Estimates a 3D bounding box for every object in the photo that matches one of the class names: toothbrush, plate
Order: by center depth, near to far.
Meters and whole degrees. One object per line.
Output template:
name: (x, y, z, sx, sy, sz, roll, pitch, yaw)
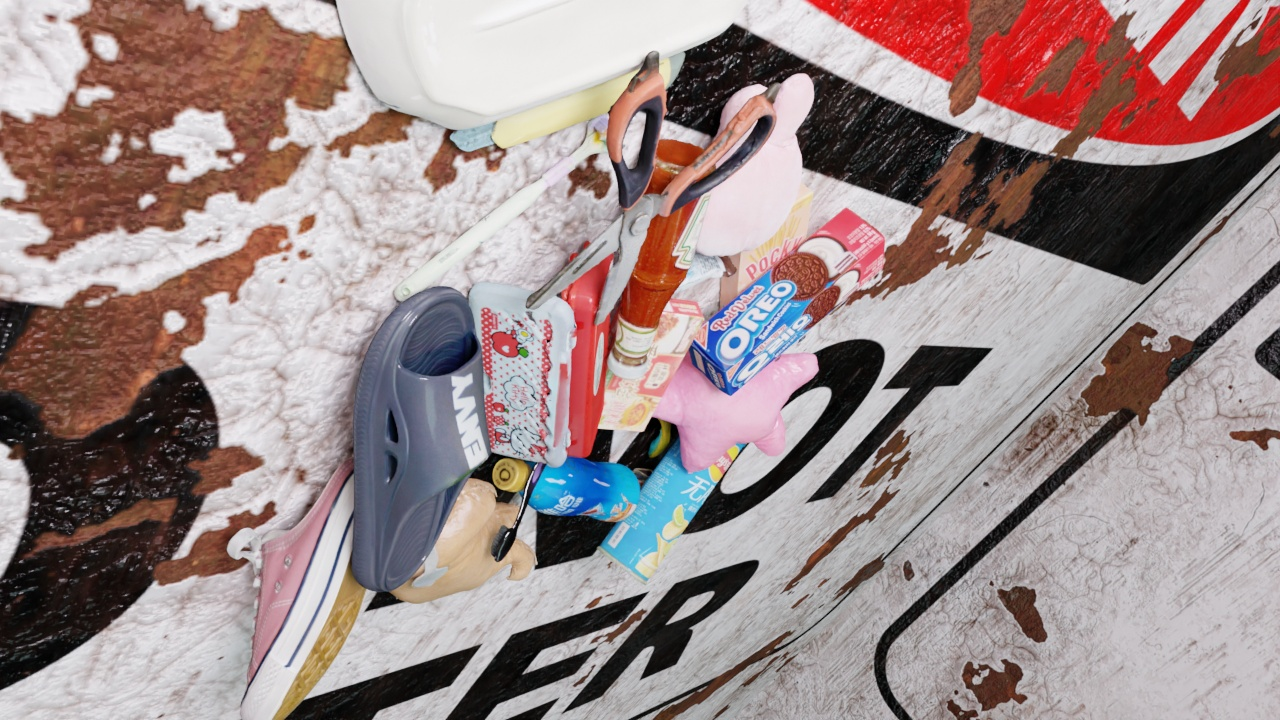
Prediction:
plate: (-0.027, -0.208, 0.493, 0.265, 0.034, 0.162, -24, 146, -15)
toothbrush: (-0.092, -0.101, 0.625, 0.189, 0.029, 0.020, -38, -167, -1)
toothbrush: (-0.093, 0.095, 0.839, 0.014, 0.017, 0.188, 37, 73, -45)

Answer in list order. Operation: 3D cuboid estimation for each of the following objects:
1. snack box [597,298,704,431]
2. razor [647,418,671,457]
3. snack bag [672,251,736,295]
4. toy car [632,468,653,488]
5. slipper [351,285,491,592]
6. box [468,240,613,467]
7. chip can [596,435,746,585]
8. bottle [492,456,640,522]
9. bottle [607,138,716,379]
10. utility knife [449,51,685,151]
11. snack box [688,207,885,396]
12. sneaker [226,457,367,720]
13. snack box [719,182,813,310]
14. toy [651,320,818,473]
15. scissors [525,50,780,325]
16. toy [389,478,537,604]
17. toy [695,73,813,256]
snack box: (-0.005, 0.005, 0.854, 0.075, 0.025, 0.153, 7, 131, -25)
razor: (0.021, 0.078, 1.025, 0.043, 0.028, 0.133, -31, 153, -25)
snack bag: (0.035, -0.077, 0.794, 0.105, 0.045, 0.026, -26, 176, -22)
toy car: (0.018, 0.154, 1.112, 0.090, 0.042, 0.035, 23, 95, -54)
slipper: (-0.149, 0.071, 0.678, 0.110, 0.083, 0.269, -40, 149, -57)
box: (-0.080, -0.004, 0.756, 0.201, 0.100, 0.094, 97, 6, -46)
chip can: (0.040, 0.149, 1.044, 0.210, 0.071, 0.071, -54, 154, -8)
bottle: (-0.074, 0.125, 0.933, 0.065, 0.065, 0.218, -46, 152, 10)
bottle: (0.008, -0.071, 0.725, 0.059, 0.060, 0.207, -19, 139, -35)
utility knife: (-0.042, -0.164, 0.591, 0.178, 0.019, 0.031, -31, 148, -29)
snack box: (0.140, -0.055, 0.875, 0.207, 0.057, 0.058, -39, 153, -9)
sneaker: (-0.277, 0.180, 0.740, 0.241, 0.088, 0.118, -66, 172, 7)
snack box: (0.118, -0.097, 0.883, 0.084, 0.026, 0.157, -32, 152, -16)
toy: (0.075, 0.047, 0.954, 0.194, 0.074, 0.179, 14, 115, -19)
scissors: (0.009, -0.110, 0.613, 0.188, 0.015, 0.226, -23, 147, -30)
toy: (-0.175, 0.182, 0.875, 0.143, 0.082, 0.226, -26, 155, 0)
toy: (0.089, -0.153, 0.734, 0.121, 0.054, 0.160, -21, 142, -34)
